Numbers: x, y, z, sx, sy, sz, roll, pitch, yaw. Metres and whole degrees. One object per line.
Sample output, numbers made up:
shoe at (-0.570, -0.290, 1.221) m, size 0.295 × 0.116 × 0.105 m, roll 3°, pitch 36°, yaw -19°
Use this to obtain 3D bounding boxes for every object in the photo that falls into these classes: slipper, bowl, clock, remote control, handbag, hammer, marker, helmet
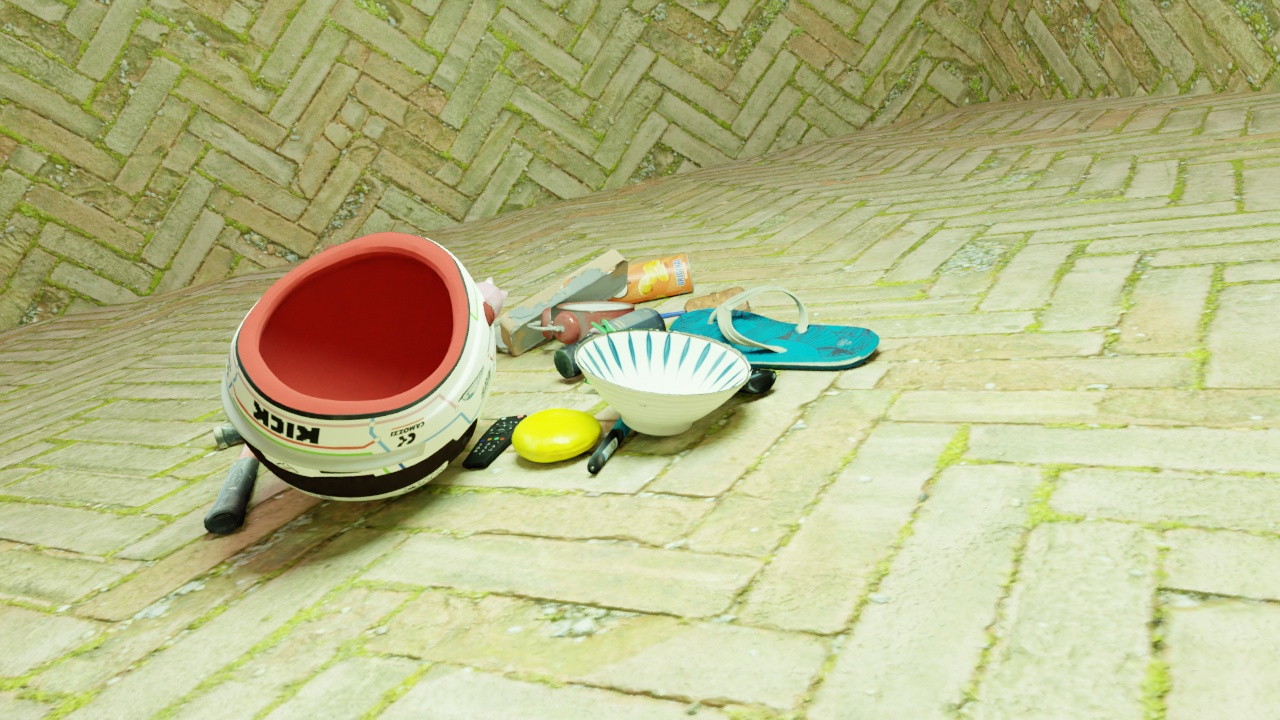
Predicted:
slipper at (0.142, -0.040, 1.099) m, size 0.295 × 0.060 × 0.118 m, roll 9°, pitch 38°, yaw 42°
bowl at (0.020, 0.029, 0.932) m, size 0.177 × 0.071 × 0.177 m, roll 4°, pitch 21°, yaw -2°
clock at (-0.079, -0.044, 1.267) m, size 0.156 × 0.062 × 0.110 m, roll -5°, pitch 12°, yaw -29°
remote control at (0.093, 0.020, 1.030) m, size 0.045 × 0.021 × 0.141 m, roll -20°, pitch 14°, yaw -28°
handbag at (0.108, -0.054, 1.233) m, size 0.093 × 0.043 × 0.195 m, roll -11°, pitch 21°, yaw 3°
hammer at (-0.443, 0.117, 1.056) m, size 0.140 × 0.036 × 0.326 m, roll -17°, pitch 18°, yaw -10°
marker at (-0.030, 0.082, 0.917) m, size 0.015 × 0.018 × 0.122 m, roll -4°, pitch 19°, yaw 19°
helmet at (-0.269, 0.024, 0.905) m, size 0.231 × 0.237 × 0.313 m, roll 22°, pitch 43°, yaw 1°
remote control at (-0.157, 0.088, 0.995) m, size 0.039 × 0.010 × 0.124 m, roll -7°, pitch 18°, yaw 15°

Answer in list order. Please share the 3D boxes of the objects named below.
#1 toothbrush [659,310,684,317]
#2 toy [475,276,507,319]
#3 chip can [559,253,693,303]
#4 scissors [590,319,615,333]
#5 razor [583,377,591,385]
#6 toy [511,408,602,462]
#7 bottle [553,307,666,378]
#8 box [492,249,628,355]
toothbrush at (0.041, -0.067, 1.367) m, size 0.187 × 0.011 × 0.016 m, roll -6°, pitch 18°, yaw 10°
toy at (-0.256, -0.061, 1.341) m, size 0.158 × 0.067 × 0.123 m, roll -42°, pitch 12°, yaw 15°
chip can at (-0.022, -0.122, 1.488) m, size 0.210 × 0.062 × 0.062 m, roll -11°, pitch 17°, yaw 2°
scissors at (-0.009, -0.018, 1.137) m, size 0.078 × 0.013 × 0.132 m, roll -8°, pitch 42°, yaw -30°
razor at (-0.007, 0.007, 1.137) m, size 0.044 × 0.021 × 0.143 m, roll 23°, pitch 35°, yaw 32°
toy at (-0.085, 0.075, 0.938) m, size 0.094 × 0.041 × 0.095 m, roll 2°, pitch 21°, yaw 25°
bottle at (-0.039, -0.021, 1.187) m, size 0.160 × 0.056 × 0.056 m, roll -25°, pitch 21°, yaw -36°
box at (-0.129, -0.095, 1.372) m, size 0.216 × 0.121 × 0.094 m, roll -34°, pitch 69°, yaw -23°
